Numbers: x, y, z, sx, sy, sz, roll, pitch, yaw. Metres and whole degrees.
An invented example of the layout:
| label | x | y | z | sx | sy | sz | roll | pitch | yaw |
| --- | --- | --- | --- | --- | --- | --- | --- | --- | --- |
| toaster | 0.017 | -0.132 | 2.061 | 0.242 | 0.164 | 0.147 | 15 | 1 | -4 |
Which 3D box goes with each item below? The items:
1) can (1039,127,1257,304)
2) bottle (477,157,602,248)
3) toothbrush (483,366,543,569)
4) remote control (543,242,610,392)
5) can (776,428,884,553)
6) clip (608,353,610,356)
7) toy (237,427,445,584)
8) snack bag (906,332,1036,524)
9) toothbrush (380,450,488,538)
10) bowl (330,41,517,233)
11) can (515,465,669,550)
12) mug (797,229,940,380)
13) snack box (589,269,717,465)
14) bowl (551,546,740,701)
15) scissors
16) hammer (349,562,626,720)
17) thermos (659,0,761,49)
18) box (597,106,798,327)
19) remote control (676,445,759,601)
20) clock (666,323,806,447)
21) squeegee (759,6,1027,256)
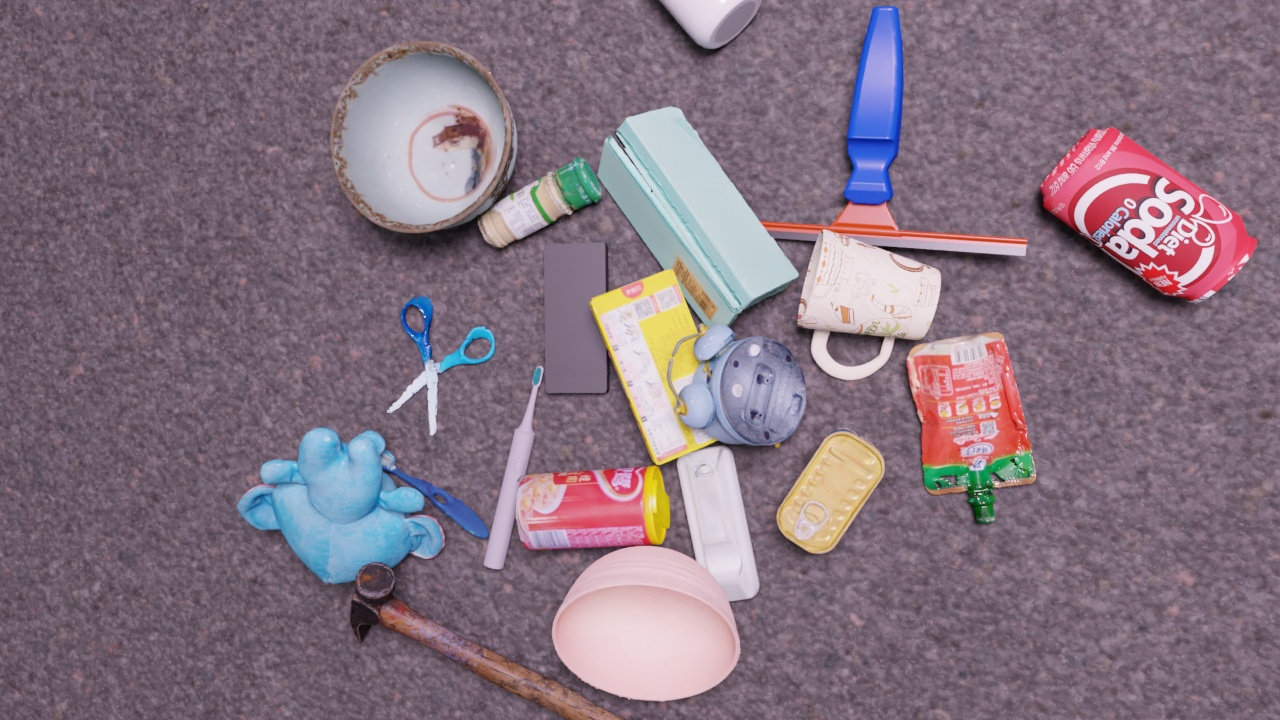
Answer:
| label | x | y | z | sx | sy | sz | roll | pitch | yaw |
| --- | --- | --- | --- | --- | --- | --- | --- | --- | --- |
| can | 0.382 | -0.111 | 0.699 | 0.142 | 0.074 | 0.074 | 39 | 98 | 8 |
| bottle | -0.090 | -0.137 | 0.811 | 0.110 | 0.042 | 0.042 | -25 | 86 | 12 |
| toothbrush | -0.112 | 0.096 | 0.829 | 0.018 | 0.019 | 0.188 | 15 | 94 | 13 |
| remote control | -0.057 | -0.038 | 0.819 | 0.058 | 0.013 | 0.133 | 0 | 91 | 11 |
| can | 0.156 | 0.105 | 0.756 | 0.054 | 0.059 | 0.100 | 34 | 97 | 9 |
| clip | -0.005 | 0.003 | 0.809 | 0.060 | 0.043 | 0.023 | 34 | 101 | -19 |
| toy | -0.258 | 0.113 | 0.805 | 0.183 | 0.114 | 0.181 | 13 | 131 | -3 |
| snack bag | 0.269 | 0.058 | 0.746 | 0.087 | 0.044 | 0.155 | -11 | 93 | 16 |
| toothbrush | -0.193 | 0.123 | 0.847 | 0.132 | 0.021 | 0.016 | 33 | 131 | 9 |
| bowl | -0.174 | -0.185 | 0.799 | 0.160 | 0.094 | 0.160 | 0 | 91 | 11 |
| can | -0.041 | 0.128 | 0.791 | 0.124 | 0.066 | 0.066 | -5 | 90 | 11 |
| mug | 0.181 | -0.037 | 0.750 | 0.097 | 0.081 | 0.122 | 13 | 114 | 4 |
| snack box | 0.019 | 0.005 | 0.780 | 0.075 | 0.025 | 0.152 | -22 | 95 | -5 |
| bowl | 0.007 | 0.208 | 0.767 | 0.153 | 0.076 | 0.153 | 3 | 126 | 4 |
| scissors | -0.198 | 0.000 | 0.851 | 0.130 | 0.014 | 0.117 | -45 | 86 | 13 |
| hammer | -0.107 | 0.287 | 0.812 | 0.330 | 0.033 | 0.120 | 27 | 139 | 2 |
| thermos | -0.001 | -0.364 | 0.760 | 0.069 | 0.101 | 0.230 | -43 | 82 | 28 |
| box | 0.035 | -0.111 | 0.781 | 0.188 | 0.077 | 0.092 | 55 | 138 | 8 |
| remote control | 0.067 | 0.142 | 0.793 | 0.050 | 0.022 | 0.133 | -12 | 89 | 11 |
| clock | 0.076 | 0.022 | 0.748 | 0.124 | 0.052 | 0.088 | 24 | 72 | -25 |
| squeegee | 0.190 | -0.188 | 0.745 | 0.250 | 0.055 | 0.185 | 7 | 107 | 20 |
